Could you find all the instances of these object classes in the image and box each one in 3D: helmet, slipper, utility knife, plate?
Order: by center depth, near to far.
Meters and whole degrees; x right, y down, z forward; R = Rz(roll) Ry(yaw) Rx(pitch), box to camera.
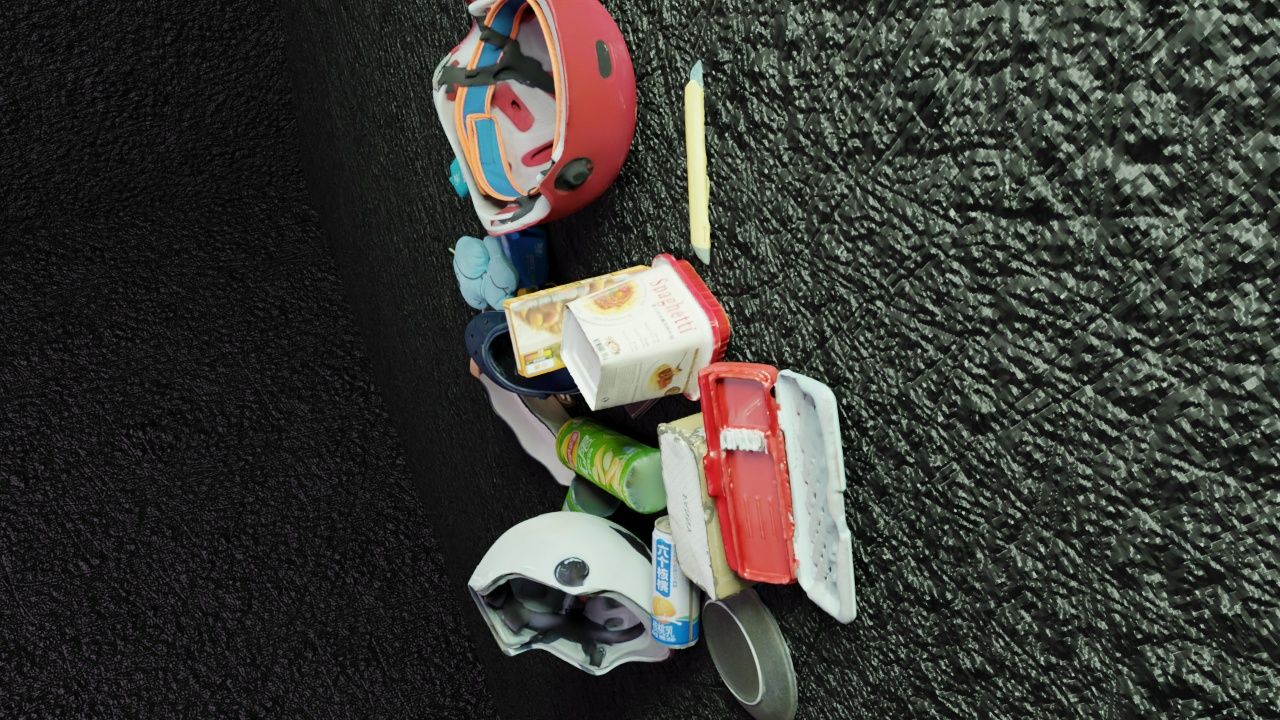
[{"bbox_3d":[0.047,-0.163,0.765,0.031,0.018,0.167,30,134,53],"label":"utility knife"},{"bbox_3d":[-0.077,-0.240,0.842,0.241,0.143,0.207,-43,65,50],"label":"helmet"},{"bbox_3d":[0.102,0.299,0.956,0.179,0.024,0.180,48,148,45],"label":"plate"},{"bbox_3d":[-0.136,-0.003,1.085,0.253,0.095,0.105,7,102,47],"label":"slipper"},{"bbox_3d":[-0.073,0.273,1.133,0.229,0.259,0.145,75,-158,-47],"label":"helmet"},{"bbox_3d":[-0.140,0.086,1.265,0.205,0.045,0.205,43,159,21],"label":"plate"}]

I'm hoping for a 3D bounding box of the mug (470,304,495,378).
[{"bbox_3d":[-0.198,-0.025,1.308,0.082,0.114,0.106,33,140,20],"label":"mug"}]

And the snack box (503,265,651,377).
[{"bbox_3d":[-0.054,-0.040,0.906,0.026,0.153,0.075,23,127,63],"label":"snack box"}]

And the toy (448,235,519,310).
[{"bbox_3d":[-0.208,-0.115,1.207,0.156,0.049,0.162,52,148,28],"label":"toy"}]

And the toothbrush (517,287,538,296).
[{"bbox_3d":[-0.090,-0.081,1.079,0.190,0.016,0.015,2,93,51],"label":"toothbrush"}]

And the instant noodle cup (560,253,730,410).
[{"bbox_3d":[-0.001,-0.019,0.836,0.116,0.124,0.117,58,154,32],"label":"instant noodle cup"}]

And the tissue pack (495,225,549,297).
[{"bbox_3d":[-0.157,-0.134,1.211,0.095,0.052,0.157,42,143,48],"label":"tissue pack"}]

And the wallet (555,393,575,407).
[{"bbox_3d":[-0.113,0.024,1.210,0.087,0.024,0.115,56,173,3],"label":"wallet"}]

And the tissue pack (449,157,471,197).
[{"bbox_3d":[-0.179,-0.246,1.130,0.134,0.093,0.050,-14,97,67],"label":"tissue pack"}]

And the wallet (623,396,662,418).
[{"bbox_3d":[-0.006,0.006,1.005,0.096,0.020,0.123,64,156,10],"label":"wallet"}]

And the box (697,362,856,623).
[{"bbox_3d":[0.117,0.103,0.755,0.161,0.058,0.201,12,116,52],"label":"box"}]

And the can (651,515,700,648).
[{"bbox_3d":[0.039,0.239,0.994,0.053,0.053,0.135,25,117,61],"label":"can"}]

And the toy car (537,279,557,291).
[{"bbox_3d":[-0.094,-0.035,1.147,0.155,0.041,0.071,57,153,38],"label":"toy car"}]

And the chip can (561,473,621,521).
[{"bbox_3d":[-0.080,0.227,1.266,0.072,0.072,0.237,63,155,23],"label":"chip can"}]

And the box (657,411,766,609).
[{"bbox_3d":[0.069,0.144,0.878,0.090,0.062,0.184,31,136,59],"label":"box"}]

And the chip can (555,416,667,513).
[{"bbox_3d":[-0.030,0.118,1.071,0.221,0.072,0.072,15,119,64],"label":"chip can"}]
